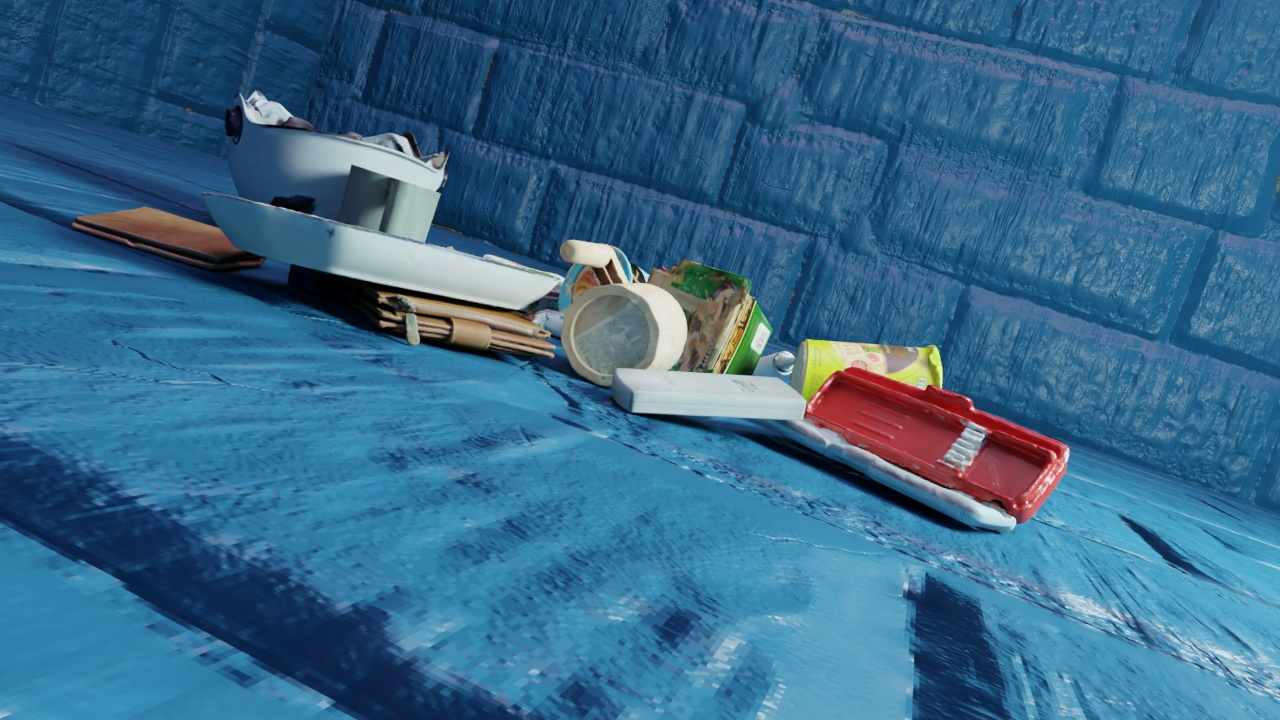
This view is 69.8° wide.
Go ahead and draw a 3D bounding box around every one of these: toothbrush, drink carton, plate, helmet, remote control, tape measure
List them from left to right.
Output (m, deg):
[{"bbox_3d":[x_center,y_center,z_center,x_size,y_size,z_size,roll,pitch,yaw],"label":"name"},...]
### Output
[{"bbox_3d":[-0.243,-0.065,0.712,0.054,0.025,0.058,14,7,-45],"label":"tape measure"},{"bbox_3d":[-0.334,-0.187,0.990,0.228,0.146,0.259,9,16,-32],"label":"helmet"},{"bbox_3d":[-0.180,-0.075,0.674,0.162,0.034,0.265,17,5,40],"label":"plate"},{"bbox_3d":[-0.137,-0.085,1.093,0.045,0.053,0.122,28,11,38],"label":"drink carton"},{"bbox_3d":[0.047,0.025,0.659,0.135,0.019,0.056,3,16,-16],"label":"remote control"},{"bbox_3d":[0.149,0.005,1.009,0.026,0.026,0.221,5,-6,-10],"label":"toothbrush"}]

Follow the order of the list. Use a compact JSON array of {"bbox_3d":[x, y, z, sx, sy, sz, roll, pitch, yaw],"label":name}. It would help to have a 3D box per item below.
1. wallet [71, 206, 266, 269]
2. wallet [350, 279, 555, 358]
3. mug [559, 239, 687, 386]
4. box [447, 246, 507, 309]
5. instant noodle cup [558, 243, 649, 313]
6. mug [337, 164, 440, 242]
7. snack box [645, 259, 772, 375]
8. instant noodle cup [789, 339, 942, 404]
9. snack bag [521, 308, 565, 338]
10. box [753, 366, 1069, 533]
[{"bbox_3d":[-0.345,-0.091,0.685,0.101,0.020,0.115,16,9,-8],"label":"wallet"},{"bbox_3d":[-0.136,-0.031,0.671,0.130,0.035,0.119,11,10,-28],"label":"wallet"},{"bbox_3d":[-0.020,-0.040,0.743,0.084,0.124,0.103,-25,-2,13],"label":"mug"},{"bbox_3d":[-0.156,-0.080,0.868,0.086,0.075,0.162,49,3,-13],"label":"box"},{"bbox_3d":[-0.014,-0.063,1.063,0.120,0.111,0.111,21,2,-45],"label":"instant noodle cup"},{"bbox_3d":[-0.236,-0.117,0.839,0.083,0.103,0.124,16,7,-22],"label":"mug"},{"bbox_3d":[0.065,-0.022,0.896,0.118,0.118,0.105,22,-3,38],"label":"snack box"},{"bbox_3d":[0.204,0.030,0.861,0.123,0.112,0.111,10,6,2],"label":"instant noodle cup"},{"bbox_3d":[-0.074,-0.034,0.937,0.105,0.026,0.045,18,15,9],"label":"snack bag"},{"bbox_3d":[0.196,0.066,0.689,0.157,0.069,0.201,-18,30,-39],"label":"box"}]
